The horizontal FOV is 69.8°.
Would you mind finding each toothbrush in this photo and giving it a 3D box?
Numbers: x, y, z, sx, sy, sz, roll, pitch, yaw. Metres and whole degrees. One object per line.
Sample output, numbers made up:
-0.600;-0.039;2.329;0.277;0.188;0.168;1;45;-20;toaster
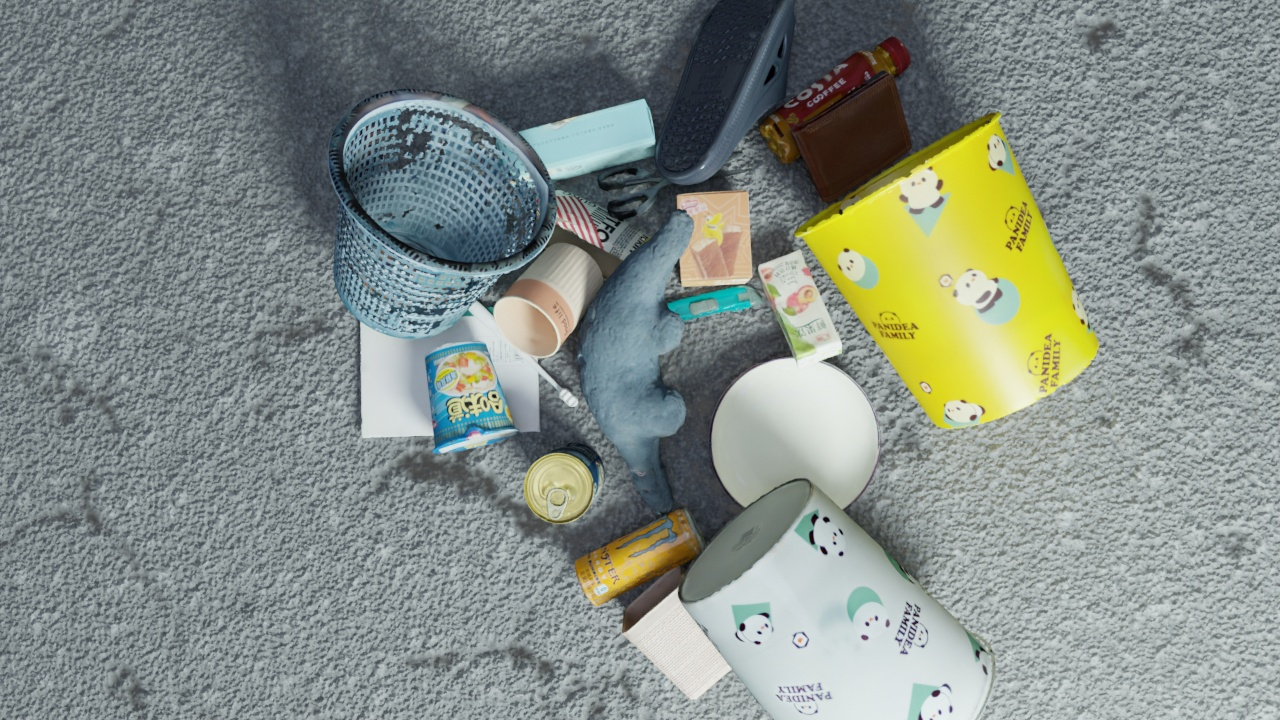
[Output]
-0.139;-0.011;1.056;0.180;0.016;0.016;44;84;2;toothbrush

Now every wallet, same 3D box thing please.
0.233;-0.245;1.006;0.124;0.032;0.101;-33;130;0;wallet

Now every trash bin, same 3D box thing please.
0.188;0.274;0.941;0.229;0.229;0.252;-42;94;3;trash bin
-0.227;-0.133;0.959;0.226;0.196;0.226;15;54;-22;trash bin
0.322;-0.085;0.947;0.229;0.229;0.255;-32;95;3;trash bin

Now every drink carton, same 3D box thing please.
0.176;-0.056;1.016;0.053;0.045;0.122;-21;66;4;drink carton

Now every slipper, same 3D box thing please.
0.103;-0.301;1.017;0.111;0.083;0.268;16;78;42;slipper

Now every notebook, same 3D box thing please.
-0.223;0.013;1.072;0.209;0.012;0.150;-2;90;2;notebook

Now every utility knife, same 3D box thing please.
0.054;-0.058;1.057;0.174;0.013;0.029;-13;89;3;utility knife

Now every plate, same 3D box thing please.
0.173;0.090;1.042;0.192;0.039;0.192;0;92;3;plate

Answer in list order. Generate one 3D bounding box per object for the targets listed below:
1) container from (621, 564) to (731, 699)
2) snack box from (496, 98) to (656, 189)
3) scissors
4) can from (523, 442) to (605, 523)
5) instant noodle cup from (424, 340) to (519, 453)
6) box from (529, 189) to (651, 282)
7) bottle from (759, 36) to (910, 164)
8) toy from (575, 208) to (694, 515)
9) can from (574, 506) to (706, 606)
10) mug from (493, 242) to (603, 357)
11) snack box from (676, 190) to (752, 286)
0.049;0.306;1.030;0.090;0.090;0.111;-42;92;2;container
-0.069;-0.240;1.028;0.175;0.074;0.051;-14;91;3;snack box
0.034;-0.200;1.035;0.165;0.014;0.162;19;54;21;scissors
-0.082;0.133;1.020;0.075;0.111;0.075;0;91;4;can
-0.194;0.039;1.023;0.099;0.099;0.110;-15;80;3;instant noodle cup
-0.051;-0.130;1.044;0.163;0.076;0.086;26;130;1;box
0.218;-0.292;1.021;0.175;0.057;0.057;-36;89;3;bottle
-0.006;0.006;1.006;0.138;0.091;0.357;11;114;26;toy
0.000;0.223;1.044;0.146;0.058;0.058;-27;90;3;can
-0.101;-0.058;1.019;0.082;0.115;0.105;25;51;12;mug
0.080;-0.132;1.014;0.077;0.092;0.094;-3;92;3;snack box
